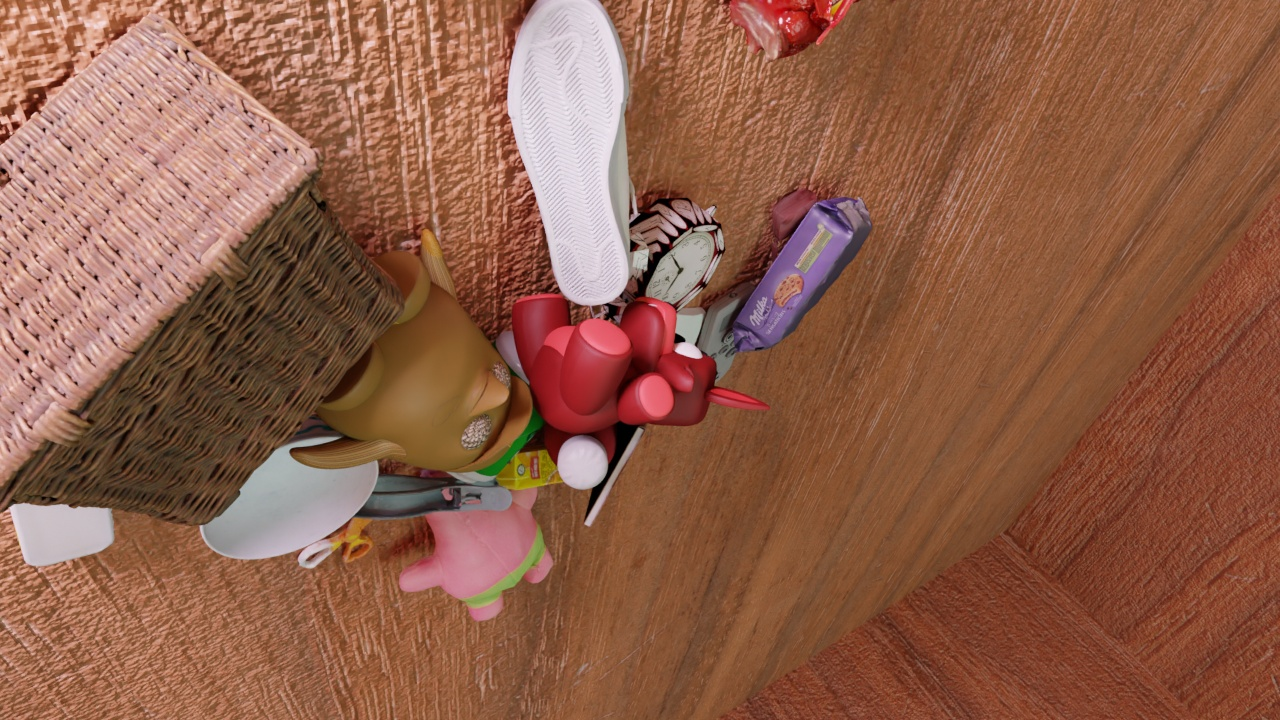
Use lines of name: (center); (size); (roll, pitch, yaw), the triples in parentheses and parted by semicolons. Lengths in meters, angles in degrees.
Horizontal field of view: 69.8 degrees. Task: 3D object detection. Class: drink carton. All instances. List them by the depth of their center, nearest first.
drink carton: (-0.111, 0.113, 1.003); (0.134, 0.059, 0.043); (-1, 88, -54)

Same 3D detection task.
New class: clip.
clip: (-0.202, 0.132, 0.863); (0.166, 0.127, 0.028); (1, 96, -18)

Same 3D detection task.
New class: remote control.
remote control: (0.029, 0.002, 1.062); (0.049, 0.024, 0.144); (-6, 135, -43)
remote control: (0.096, -0.021, 1.094); (0.074, 0.019, 0.151); (-33, 151, -35)

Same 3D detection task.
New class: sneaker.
sneaker: (-0.050, -0.167, 0.716); (0.089, 0.090, 0.243); (-6, 124, 0)

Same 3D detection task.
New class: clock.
clock: (0.005, -0.093, 0.866); (0.154, 0.065, 0.115); (-30, 149, -30)

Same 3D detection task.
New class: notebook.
notebook: (-0.013, 0.058, 0.961); (0.008, 0.208, 0.142); (24, 123, -7)

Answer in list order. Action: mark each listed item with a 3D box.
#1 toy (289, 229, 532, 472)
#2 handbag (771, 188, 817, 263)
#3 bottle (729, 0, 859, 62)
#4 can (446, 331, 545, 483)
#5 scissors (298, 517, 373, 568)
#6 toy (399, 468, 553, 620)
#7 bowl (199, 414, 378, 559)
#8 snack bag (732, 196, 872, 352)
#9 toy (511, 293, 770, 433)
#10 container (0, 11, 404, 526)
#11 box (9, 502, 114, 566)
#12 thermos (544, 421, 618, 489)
toy: (-0.167, 0.022, 0.733); (0.203, 0.163, 0.198); (48, 61, -50)
handbag: (0.165, -0.137, 1.030); (0.055, 0.029, 0.120); (-33, 154, -20)
bottle: (0.127, -0.291, 0.716); (0.111, 0.099, 0.099); (-36, 150, -16)
can: (-0.136, 0.044, 0.875); (0.140, 0.088, 0.087); (-47, 149, 12)
scissors: (-0.301, 0.176, 0.926); (0.096, 0.012, 0.133); (-12, 149, -35)
toy: (-0.186, 0.193, 1.020); (0.191, 0.097, 0.237); (-40, 136, -16)
bowl: (-0.302, 0.090, 0.766); (0.143, 0.074, 0.144); (-28, 147, -20)
snack bag: (0.183, -0.091, 1.037); (0.096, 0.058, 0.206); (-26, 152, -55)
toy: (-0.005, 0.005, 0.801); (0.197, 0.158, 0.120); (5, 102, -35)
container: (-0.277, -0.028, 0.541); (0.249, 0.162, 0.183); (-47, 159, -6)
box: (-0.424, 0.073, 0.661); (0.064, 0.033, 0.210); (-15, 141, -35)
thermos: (-0.058, 0.075, 0.892); (0.073, 0.073, 0.240); (-41, -171, 2)
